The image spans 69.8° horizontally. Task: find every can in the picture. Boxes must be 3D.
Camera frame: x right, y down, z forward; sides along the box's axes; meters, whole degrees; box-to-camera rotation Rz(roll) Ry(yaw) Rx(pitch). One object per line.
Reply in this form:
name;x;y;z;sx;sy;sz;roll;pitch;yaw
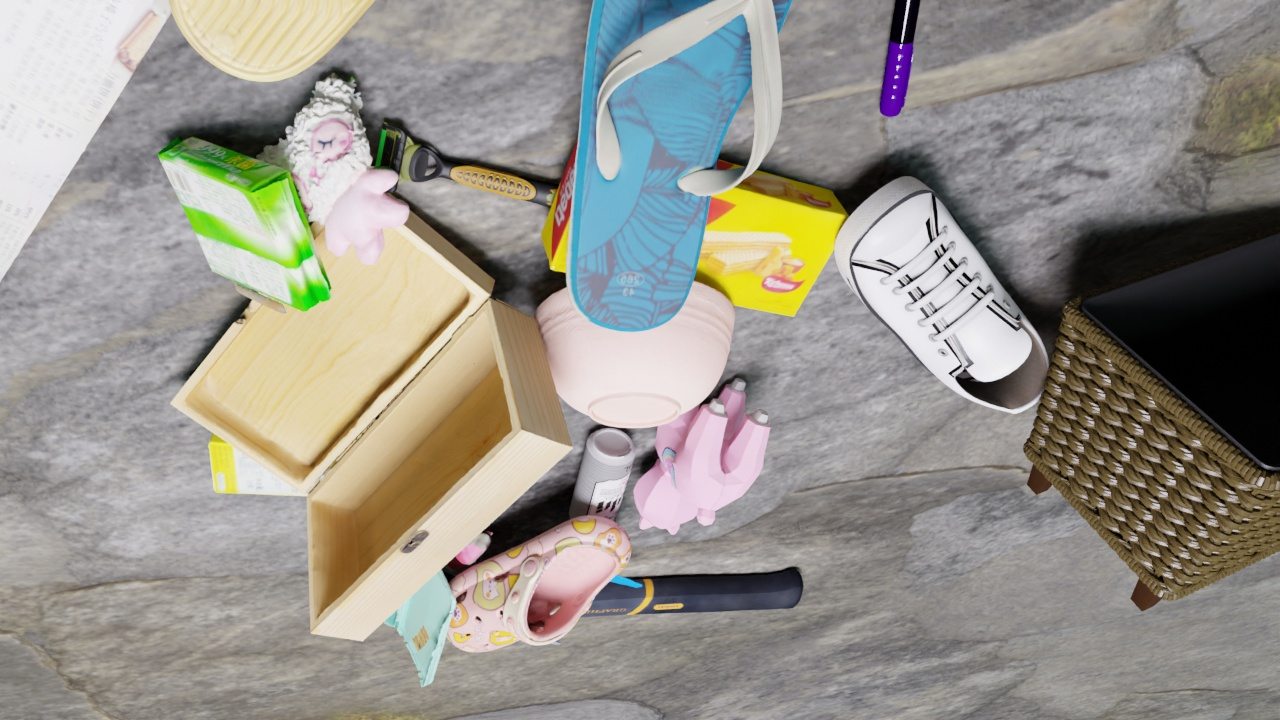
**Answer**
can;-0.035;0.110;0.817;0.044;0.044;0.107;6;130;-13

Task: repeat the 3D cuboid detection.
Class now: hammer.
hammer;0.015;0.239;0.944;0.312;0.035;0.140;-1;132;-8

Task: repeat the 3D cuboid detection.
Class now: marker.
marker;0.169;-0.218;0.581;0.018;0.015;0.134;-25;136;-24

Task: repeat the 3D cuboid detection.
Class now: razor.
razor;-0.105;-0.122;0.621;0.144;0.021;0.044;11;111;-17

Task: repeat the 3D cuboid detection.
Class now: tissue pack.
tissue pack;-0.252;-0.086;0.587;0.114;0.034;0.100;21;138;27

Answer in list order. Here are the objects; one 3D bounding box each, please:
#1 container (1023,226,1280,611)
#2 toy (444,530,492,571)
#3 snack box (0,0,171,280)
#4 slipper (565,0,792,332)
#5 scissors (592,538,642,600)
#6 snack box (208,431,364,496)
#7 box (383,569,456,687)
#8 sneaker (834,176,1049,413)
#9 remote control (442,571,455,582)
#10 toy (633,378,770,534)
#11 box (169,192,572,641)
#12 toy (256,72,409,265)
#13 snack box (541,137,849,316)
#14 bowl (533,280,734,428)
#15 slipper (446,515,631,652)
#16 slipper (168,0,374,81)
container;0.471;0.040;0.697;0.320;0.176;0.205;-17;138;-16
toy;-0.170;0.163;0.847;0.065;0.050;0.103;25;149;-3
snack box;-0.374;-0.146;0.549;0.076;0.044;0.274;30;122;-36
slipper;0.022;-0.149;0.535;0.118;0.060;0.295;9;109;-16
scissors;-0.050;0.200;0.864;0.125;0.013;0.127;24;130;-28
snack box;-0.280;0.086;0.773;0.149;0.025;0.061;5;129;-12
box;-0.215;0.205;0.824;0.138;0.055;0.187;36;139;10
sneaker;0.236;-0.032;0.679;0.091;0.097;0.245;-41;130;9
remote control;-0.176;0.221;0.885;0.140;0.021;0.046;13;135;2
toy;0.045;0.089;0.770;0.067;0.123;0.158;13;112;-19
box;-0.191;0.036;0.662;0.248;0.118;0.252;-42;83;23
toy;-0.190;-0.113;0.573;0.096;0.041;0.109;-42;84;27
snack box;0.040;-0.093;0.640;0.200;0.042;0.092;9;128;-24
bowl;-0.004;0.004;0.671;0.153;0.076;0.153;-2;157;-1
slipper;-0.090;0.213;0.805;0.197;0.081;0.093;-32;128;13
slipper;-0.133;-0.253;0.463;0.263;0.078;0.099;-46;122;3
